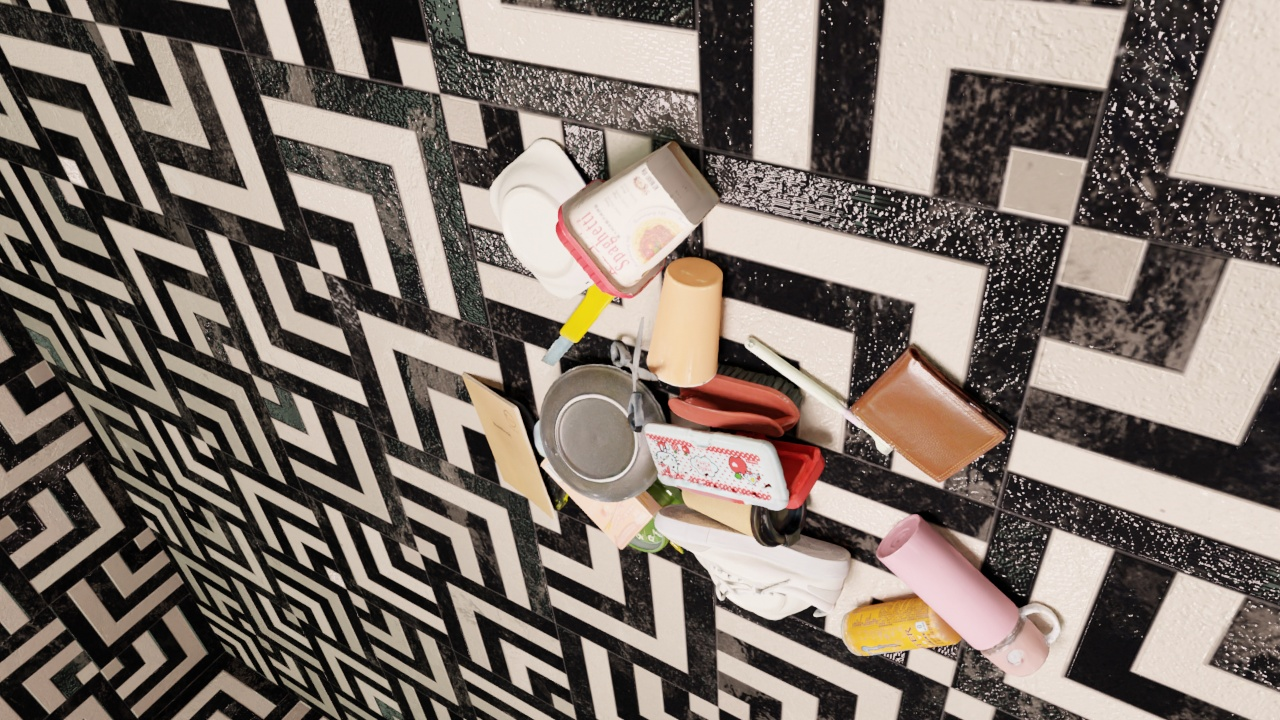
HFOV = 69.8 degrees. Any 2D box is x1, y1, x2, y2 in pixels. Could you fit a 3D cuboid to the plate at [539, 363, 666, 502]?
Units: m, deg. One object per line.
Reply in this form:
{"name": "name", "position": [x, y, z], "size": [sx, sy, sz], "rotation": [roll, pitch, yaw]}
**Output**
{"name": "plate", "position": [-0.052, 0.094, 1.137], "size": [0.180, 0.024, 0.179], "rotation": [6, 105, 22]}

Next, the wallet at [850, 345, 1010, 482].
{"name": "wallet", "position": [0.282, 0.055, 0.897], "size": [0.124, 0.032, 0.101], "rotation": [39, 138, 4]}

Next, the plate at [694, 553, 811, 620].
{"name": "plate", "position": [0.146, 0.283, 1.210], "size": [0.164, 0.034, 0.164], "rotation": [42, 140, 1]}

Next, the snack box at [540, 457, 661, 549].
{"name": "snack box", "position": [-0.053, 0.163, 1.191], "size": [0.157, 0.026, 0.085], "rotation": [45, 127, 9]}

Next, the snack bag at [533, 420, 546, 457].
{"name": "snack bag", "position": [-0.076, 0.087, 1.217], "size": [0.110, 0.038, 0.192], "rotation": [47, 139, 6]}

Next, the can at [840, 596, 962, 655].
{"name": "can", "position": [0.307, 0.312, 1.082], "size": [0.058, 0.058, 0.146], "rotation": [49, 140, -7]}

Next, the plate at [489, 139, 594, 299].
{"name": "plate", "position": [-0.105, -0.148, 1.025], "size": [0.164, 0.034, 0.164], "rotation": [55, 140, -5]}

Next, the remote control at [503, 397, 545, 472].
{"name": "remote control", "position": [-0.165, 0.103, 1.316], "size": [0.053, 0.024, 0.136], "rotation": [11, 132, 35]}

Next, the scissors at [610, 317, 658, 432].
{"name": "scissors", "position": [-0.006, 0.011, 1.038], "size": [0.159, 0.014, 0.181], "rotation": [-120, 25, -48]}

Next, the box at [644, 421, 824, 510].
{"name": "box", "position": [0.093, 0.103, 1.017], "size": [0.202, 0.095, 0.100], "rotation": [4, 140, 49]}

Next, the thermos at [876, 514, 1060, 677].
{"name": "thermos", "position": [0.356, 0.250, 0.987], "size": [0.198, 0.067, 0.087], "rotation": [42, 111, 2]}

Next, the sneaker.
{"name": "sneaker", "position": [0.130, 0.245, 1.123], "size": [0.242, 0.089, 0.091], "rotation": [15, 103, 18]}

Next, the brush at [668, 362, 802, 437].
{"name": "brush", "position": [0.105, 0.047, 1.005], "size": [0.146, 0.069, 0.063], "rotation": [13, 133, 31]}

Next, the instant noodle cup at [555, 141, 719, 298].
{"name": "instant noodle cup", "position": [0.000, -0.142, 0.900], "size": [0.124, 0.116, 0.116], "rotation": [-33, 100, 38]}

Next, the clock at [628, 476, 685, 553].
{"name": "clock", "position": [-0.010, 0.200, 1.249], "size": [0.161, 0.056, 0.116], "rotation": [15, 132, 30]}

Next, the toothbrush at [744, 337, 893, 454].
{"name": "toothbrush", "position": [0.188, 0.034, 0.965], "size": [0.189, 0.020, 0.029], "rotation": [36, 110, 10]}

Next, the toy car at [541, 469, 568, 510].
{"name": "toy car", "position": [-0.119, 0.177, 1.336], "size": [0.048, 0.032, 0.105], "rotation": [41, 142, 16]}

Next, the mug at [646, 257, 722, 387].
{"name": "mug", "position": [0.051, -0.043, 0.971], "size": [0.078, 0.078, 0.123], "rotation": [25, 132, 21]}

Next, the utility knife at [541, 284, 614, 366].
{"name": "utility knife", "position": [-0.074, -0.050, 1.109], "size": [0.033, 0.015, 0.224], "rotation": [47, 139, 3]}

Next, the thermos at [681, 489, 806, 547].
{"name": "thermos", "position": [0.122, 0.164, 1.086], "size": [0.143, 0.092, 0.093], "rotation": [9, 130, 44]}

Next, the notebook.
{"name": "notebook", "position": [-0.191, 0.125, 1.338], "size": [0.148, 0.008, 0.208], "rotation": [27, 141, 45]}
